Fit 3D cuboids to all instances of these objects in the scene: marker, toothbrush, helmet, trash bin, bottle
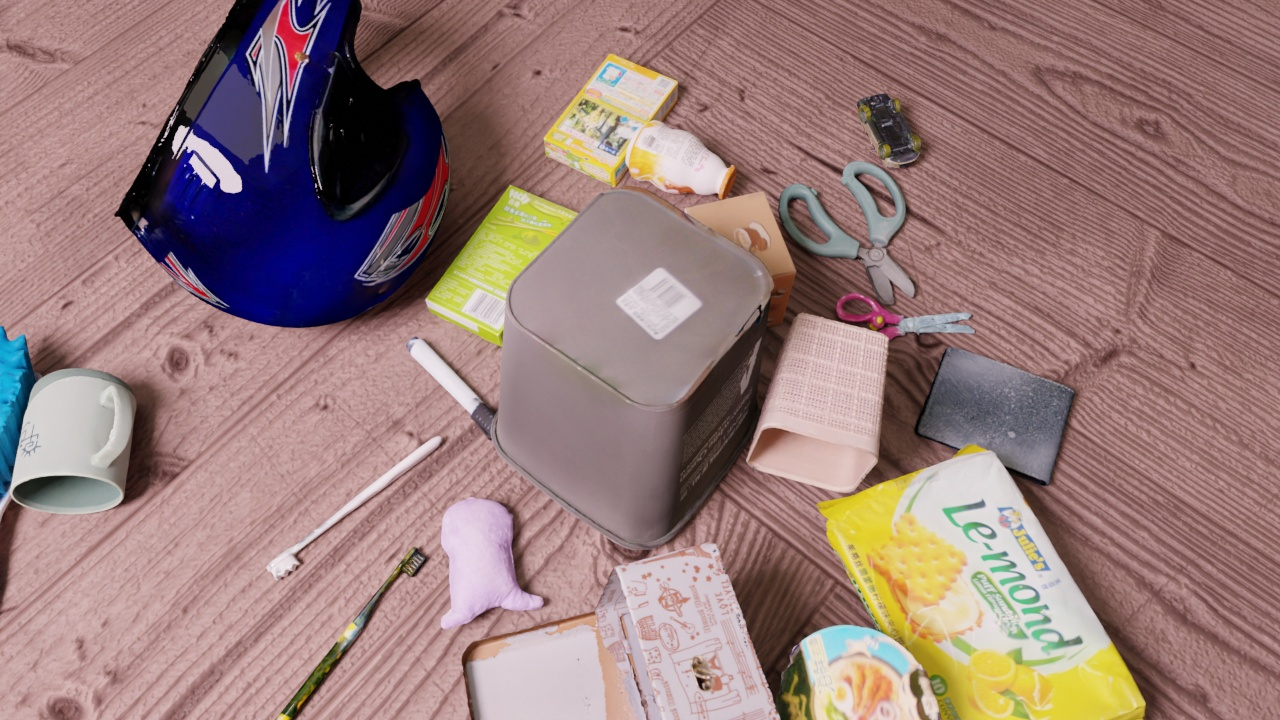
[{"bbox_3d":[-0.171,0.025,0.842,0.131,0.018,0.022,41,79,19],"label":"marker"},{"bbox_3d":[-0.243,0.125,0.794,0.179,0.016,0.016,-40,76,-17],"label":"toothbrush"},{"bbox_3d":[-0.290,-0.180,0.822,0.240,0.248,0.314,29,67,-32],"label":"helmet"},{"bbox_3d":[-0.237,0.230,0.742,0.017,0.012,0.185,35,68,5],"label":"toothbrush"},{"bbox_3d":[-0.004,0.004,0.730,0.198,0.220,0.198,34,64,14],"label":"trash bin"},{"bbox_3d":[0.042,-0.198,0.927,0.108,0.063,0.063,24,66,12],"label":"bottle"}]

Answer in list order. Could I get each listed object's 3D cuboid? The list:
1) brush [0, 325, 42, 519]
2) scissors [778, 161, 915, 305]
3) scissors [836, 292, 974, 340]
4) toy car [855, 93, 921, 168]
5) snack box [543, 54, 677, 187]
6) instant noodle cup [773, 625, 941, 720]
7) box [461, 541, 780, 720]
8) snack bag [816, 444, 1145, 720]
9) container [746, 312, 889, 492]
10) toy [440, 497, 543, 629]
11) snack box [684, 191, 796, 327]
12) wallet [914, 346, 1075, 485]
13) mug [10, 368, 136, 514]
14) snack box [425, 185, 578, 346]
[{"bbox_3d":[-0.551,0.125,0.766,0.060,0.110,0.314,-3,55,-10],"label":"brush"},{"bbox_3d":[0.203,-0.121,0.911,0.161,0.019,0.178,-7,65,-3],"label":"scissors"},{"bbox_3d":[0.251,-0.026,0.863,0.137,0.017,0.072,5,72,-2],"label":"scissors"},{"bbox_3d":[0.258,-0.237,0.958,0.042,0.035,0.090,-17,64,-6],"label":"toy car"},{"bbox_3d":[-0.030,-0.257,0.977,0.087,0.034,0.140,27,65,14],"label":"snack box"},{"bbox_3d":[0.145,0.258,0.659,0.111,0.121,0.111,-1,62,2],"label":"instant noodle cup"},{"bbox_3d":[-0.020,0.248,0.646,0.217,0.158,0.180,-13,64,-6],"label":"box"},{"bbox_3d":[0.255,0.196,0.718,0.158,0.068,0.246,-20,64,-8],"label":"snack bag"},{"bbox_3d":[0.144,0.032,0.734,0.090,0.090,0.110,15,63,4],"label":"container"},{"bbox_3d":[-0.129,0.162,0.760,0.083,0.039,0.108,-5,57,-18],"label":"toy"},{"bbox_3d":[0.088,-0.086,0.851,0.077,0.094,0.092,-13,63,-6],"label":"snack box"},{"bbox_3d":[0.318,0.047,0.822,0.121,0.019,0.097,22,66,14],"label":"wallet"},{"bbox_3d":[-0.472,0.062,0.783,0.112,0.082,0.106,-25,56,24],"label":"mug"},{"bbox_3d":[-0.132,-0.096,0.898,0.086,0.026,0.156,24,66,13],"label":"snack box"}]
